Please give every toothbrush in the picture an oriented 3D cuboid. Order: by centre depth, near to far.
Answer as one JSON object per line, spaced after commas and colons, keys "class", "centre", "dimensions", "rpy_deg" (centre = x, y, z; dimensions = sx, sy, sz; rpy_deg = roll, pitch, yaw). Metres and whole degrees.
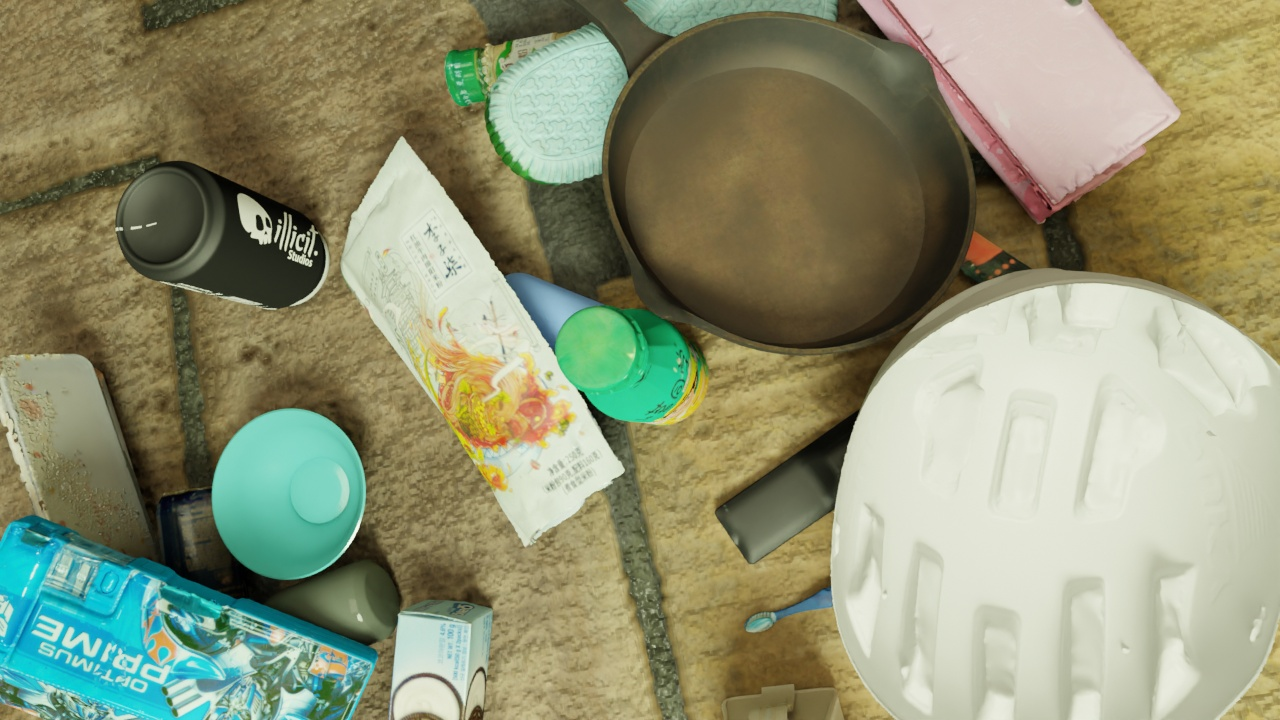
{"class": "toothbrush", "centre": [0.130, 0.156, 0.613], "dimensions": [0.132, 0.016, 0.021], "rpy_deg": [-24, 83, 9]}

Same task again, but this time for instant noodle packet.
{"class": "instant noodle packet", "centre": [-0.124, -0.004, 0.638], "dimensions": [0.269, 0.057, 0.147], "rpy_deg": [54, 131, 8]}

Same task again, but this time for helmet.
{"class": "helmet", "centre": [0.226, 0.092, 0.513], "dimensions": [0.224, 0.183, 0.282], "rpy_deg": [4, 90, 19]}

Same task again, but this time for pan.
{"class": "pan", "centre": [0.043, -0.151, 0.577], "dimensions": [0.356, 0.043, 0.248], "rpy_deg": [44, 74, 8]}

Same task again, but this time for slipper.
{"class": "slipper", "centre": [0.018, -0.206, 0.641], "dimensions": [0.276, 0.069, 0.116], "rpy_deg": [-31, 89, -11]}

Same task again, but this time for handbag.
{"class": "handbag", "centre": [0.088, 0.298, 0.515], "dimensions": [0.101, 0.197, 0.194], "rpy_deg": [-10, 83, 10]}

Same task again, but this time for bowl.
{"class": "bowl", "centre": [-0.249, 0.098, 0.679], "dimensions": [0.121, 0.046, 0.121], "rpy_deg": [-1, 85, 11]}

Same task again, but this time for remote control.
{"class": "remote control", "centre": [0.118, 0.081, 0.620], "dimensions": [0.140, 0.021, 0.045], "rpy_deg": [-36, 78, 7]}

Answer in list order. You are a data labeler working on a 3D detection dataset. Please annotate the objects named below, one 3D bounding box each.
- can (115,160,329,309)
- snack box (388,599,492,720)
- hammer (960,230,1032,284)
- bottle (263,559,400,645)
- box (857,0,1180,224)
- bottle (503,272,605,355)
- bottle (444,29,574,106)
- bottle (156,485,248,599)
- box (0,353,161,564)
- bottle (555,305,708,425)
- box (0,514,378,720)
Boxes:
{"class": "can", "centre": [-0.291, -0.084, 0.654], "dimensions": [0.080, 0.146, 0.080], "rpy_deg": [-1, 84, 11]}
{"class": "snack box", "centre": [-0.145, 0.285, 0.636], "dimensions": [0.059, 0.059, 0.226], "rpy_deg": [5, 86, 8]}
{"class": "hammer", "centre": [0.241, -0.054, 0.605], "dimensions": [0.333, 0.033, 0.133], "rpy_deg": [41, 93, 11]}
{"class": "bottle", "centre": [-0.233, 0.187, 0.661], "dimensions": [0.108, 0.060, 0.060], "rpy_deg": [-22, 81, 8]}
{"class": "box", "centre": [0.227, -0.211, 0.572], "dimensions": [0.099, 0.099, 0.232], "rpy_deg": [-29, 78, -19]}
{"class": "bottle", "centre": [-0.079, -0.036, 0.657], "dimensions": [0.131, 0.048, 0.048], "rpy_deg": [22, 89, 13]}
{"class": "bottle", "centre": [-0.088, -0.217, 0.680], "dimensions": [0.110, 0.042, 0.042], "rpy_deg": [-6, 83, 10]}
{"class": "bottle", "centre": [-0.322, 0.175, 0.682], "dimensions": [0.056, 0.056, 0.160], "rpy_deg": [-12, 82, 10]}
{"class": "box", "centre": [-0.435, 0.109, 0.705], "dimensions": [0.108, 0.094, 0.216], "rpy_deg": [-29, 79, 33]}
{"class": "bottle", "centre": [-0.003, 0.003, 0.555], "dimensions": [0.068, 0.209, 0.068], "rpy_deg": [-1, 85, 11]}
{"class": "box", "centre": [-0.321, 0.222, 0.609], "dimensions": [0.243, 0.063, 0.174], "rpy_deg": [25, 109, -8]}
